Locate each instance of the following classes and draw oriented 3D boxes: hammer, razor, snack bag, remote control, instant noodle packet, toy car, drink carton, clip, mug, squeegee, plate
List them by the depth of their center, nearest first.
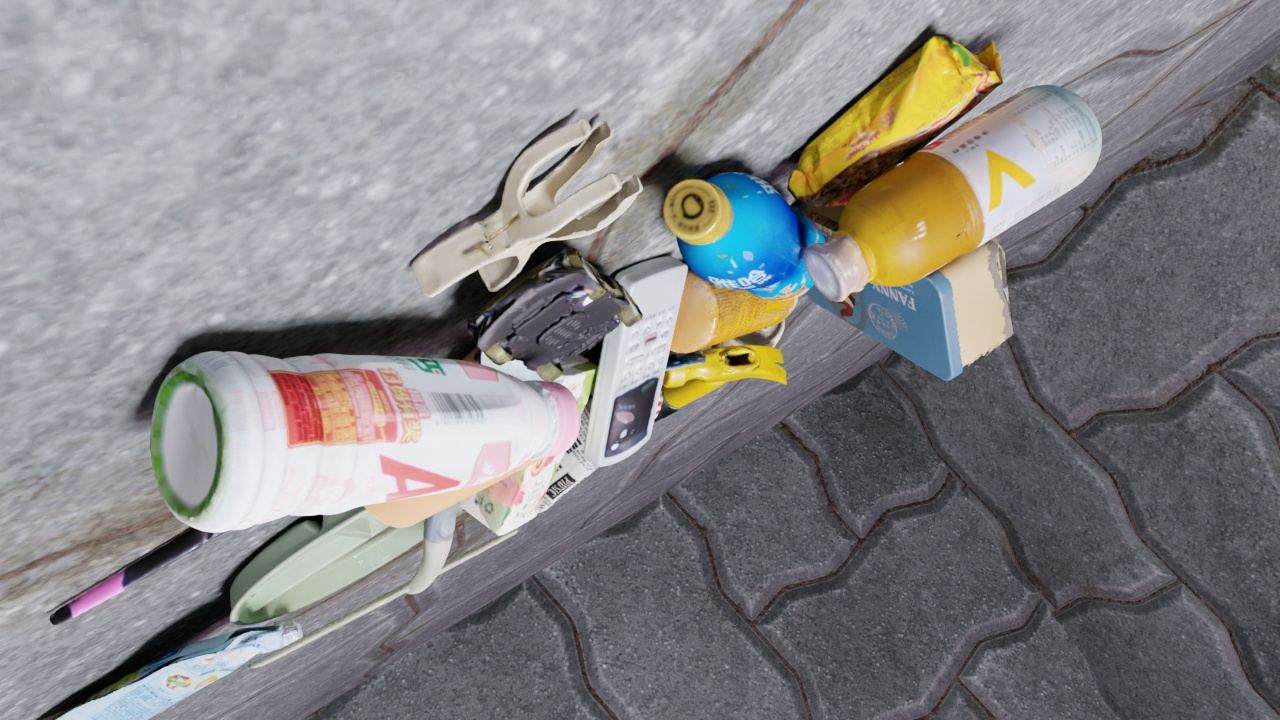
[{"bbox_3d":[-0.048,-0.059,0.381,0.100,0.034,0.072,-30,173,31],"label":"clip"},{"bbox_3d":[-0.045,-0.026,0.491,0.070,0.042,0.158,-35,170,5],"label":"toy car"},{"bbox_3d":[-0.112,0.048,0.550,0.123,0.078,0.078,-32,170,22],"label":"mug"},{"bbox_3d":[0.160,-0.146,0.566,0.129,0.044,0.110,-41,171,33],"label":"instant noodle packet"},{"bbox_3d":[-0.004,0.004,0.613,0.058,0.021,0.150,-24,136,-43],"label":"remote control"},{"bbox_3d":[-0.076,0.050,0.613,0.053,0.045,0.123,-17,133,-63],"label":"drink carton"},{"bbox_3d":[-0.153,0.126,0.674,0.245,0.039,0.247,-22,152,-40],"label":"squeegee"},{"bbox_3d":[0.030,-0.018,0.715,0.043,0.022,0.142,-10,-168,8],"label":"razor"},{"bbox_3d":[-0.365,0.251,0.726,0.191,0.038,0.110,-29,156,11],"label":"snack bag"},{"bbox_3d":[-0.220,0.137,0.734,0.230,0.027,0.230,-32,169,-7],"label":"plate"},{"bbox_3d":[0.034,0.033,0.875,0.128,0.032,0.301,-3,168,-20],"label":"hammer"}]

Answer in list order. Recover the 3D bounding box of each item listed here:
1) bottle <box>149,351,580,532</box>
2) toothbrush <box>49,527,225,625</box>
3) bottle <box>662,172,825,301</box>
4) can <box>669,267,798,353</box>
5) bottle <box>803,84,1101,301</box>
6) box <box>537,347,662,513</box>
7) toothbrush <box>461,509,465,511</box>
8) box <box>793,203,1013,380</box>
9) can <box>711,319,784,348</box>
[{"bbox_3d":[-0.106,0.030,0.410,0.068,0.068,0.196,-40,157,30],"label":"bottle"},{"bbox_3d":[-0.244,0.095,0.519,0.189,0.014,0.018,-31,159,-12],"label":"toothbrush"},{"bbox_3d":[0.061,-0.072,0.538,0.065,0.065,0.218,-37,168,17],"label":"bottle"},{"bbox_3d":[0.064,-0.045,0.680,0.058,0.058,0.145,-41,167,32],"label":"can"},{"bbox_3d":[0.184,-0.096,0.547,0.189,0.068,0.068,-31,169,-11],"label":"bottle"},{"bbox_3d":[-0.044,0.054,0.722,0.162,0.086,0.075,-38,145,21],"label":"box"},{"bbox_3d":[-0.233,0.174,0.892,0.189,0.014,0.016,-29,-168,-21],"label":"toothbrush"},{"bbox_3d":[0.179,-0.060,0.637,0.062,0.090,0.184,-29,-147,-11],"label":"box"},{"bbox_3d":[0.100,-0.026,0.866,0.058,0.058,0.116,-32,169,-8],"label":"can"}]
